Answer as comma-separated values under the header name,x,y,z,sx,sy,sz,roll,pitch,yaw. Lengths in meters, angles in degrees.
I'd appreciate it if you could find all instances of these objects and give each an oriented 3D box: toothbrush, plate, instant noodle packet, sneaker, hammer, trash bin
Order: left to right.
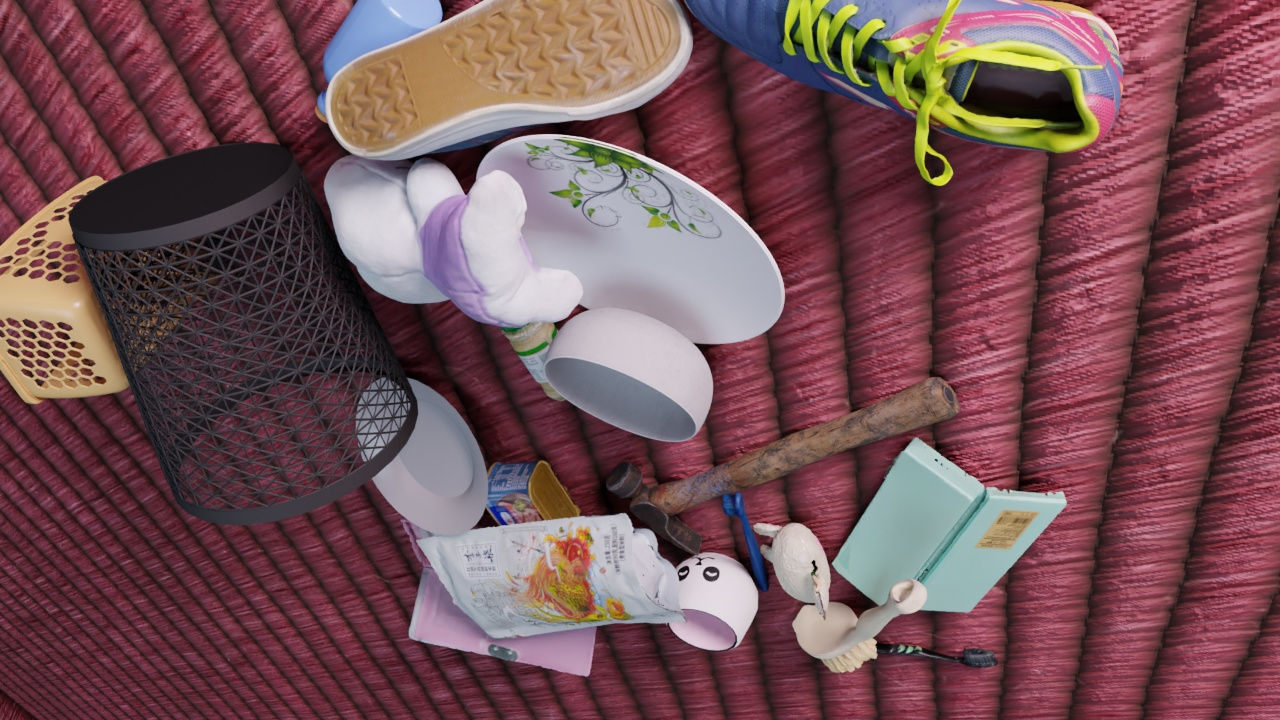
name,x,y,z,sx,sy,sz,roll,pitch,yaw
trash bin,-0.321,-0.031,0.748,0.217,0.216,0.243,5,127,20
plate,-0.213,0.093,0.913,0.173,0.019,0.173,14,118,28
sneaker,-0.080,-0.182,0.582,0.236,0.079,0.087,-11,96,14
instant noodle packet,-0.094,0.219,0.905,0.270,0.057,0.147,-15,113,32
plate,-0.005,-0.087,0.642,0.229,0.030,0.230,21,157,9
toothbrush,0.099,0.170,0.843,0.017,0.016,0.190,0,145,18
hammer,0.120,0.089,0.779,0.120,0.033,0.331,42,134,-22
sneaker,0.129,-0.170,0.478,0.242,0.090,0.116,18,139,9
toothbrush,0.256,0.287,0.916,0.188,0.014,0.017,-2,117,26

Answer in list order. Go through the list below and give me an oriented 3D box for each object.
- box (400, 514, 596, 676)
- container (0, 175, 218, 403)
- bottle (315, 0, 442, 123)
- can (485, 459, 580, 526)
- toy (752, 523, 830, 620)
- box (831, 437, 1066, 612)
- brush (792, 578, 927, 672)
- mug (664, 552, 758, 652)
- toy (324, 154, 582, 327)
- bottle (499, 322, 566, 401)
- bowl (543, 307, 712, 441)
name,x,y,z,sx,sy,sz,roll,pitch,yaw
box,-0.152,0.246,1.025,0.233,0.075,0.173,7,106,20
container,-0.494,-0.067,0.800,0.167,0.182,0.129,5,134,11
bottle,-0.186,-0.204,0.621,0.048,0.047,0.131,42,134,-17
can,-0.108,0.145,0.918,0.059,0.053,0.100,-7,129,27
toy,0.147,0.188,0.839,0.112,0.050,0.087,31,146,49
box,0.250,0.153,0.770,0.138,0.056,0.187,24,138,11
brush,0.196,0.228,0.801,0.077,0.062,0.273,23,157,5
mug,0.056,0.236,0.912,0.124,0.076,0.090,-6,128,29
toy,-0.143,-0.080,0.658,0.209,0.085,0.138,19,152,42
bottle,-0.085,-0.016,0.762,0.043,0.042,0.110,-9,128,31
bowl,-0.004,0.004,0.713,0.132,0.064,0.132,21,159,8
